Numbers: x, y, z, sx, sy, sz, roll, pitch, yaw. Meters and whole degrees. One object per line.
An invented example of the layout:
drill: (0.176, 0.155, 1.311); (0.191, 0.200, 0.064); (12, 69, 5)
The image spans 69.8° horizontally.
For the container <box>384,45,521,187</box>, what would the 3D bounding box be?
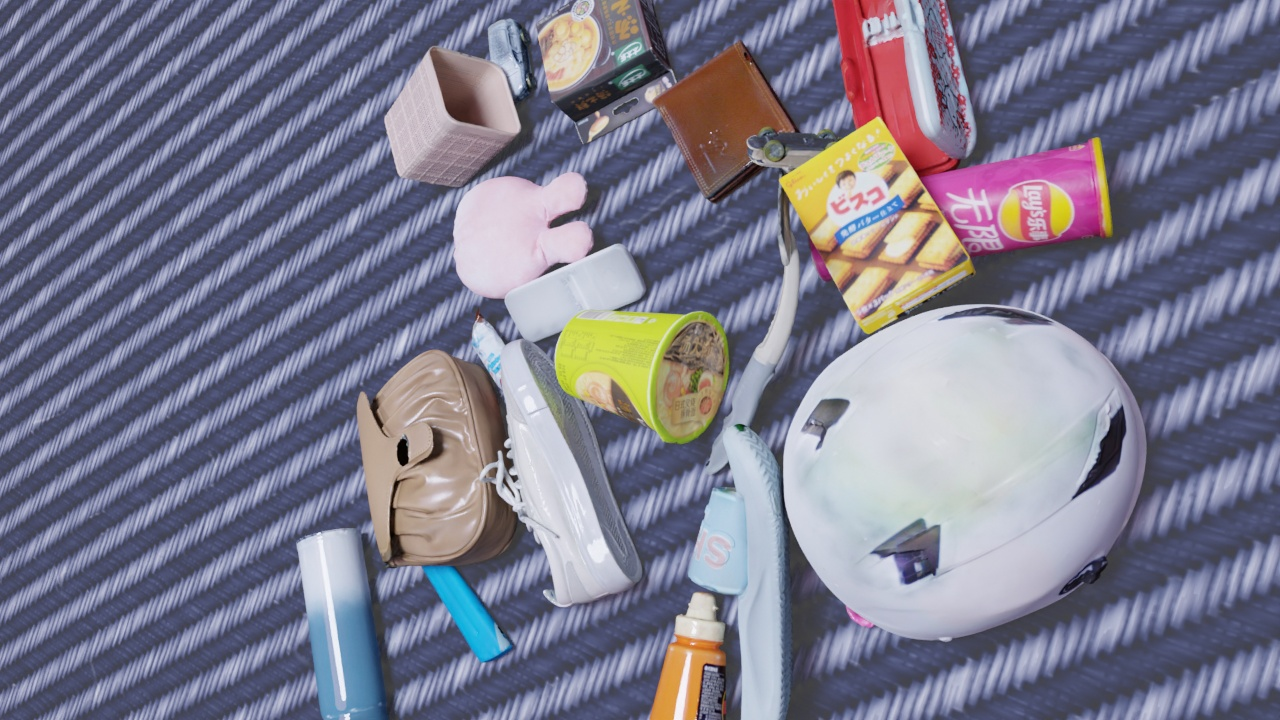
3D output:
container: (-0.194, -0.238, 0.926); (0.111, 0.090, 0.090); (-34, 67, 40)

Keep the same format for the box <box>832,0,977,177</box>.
box: (0.201, -0.247, 0.724); (0.095, 0.101, 0.201); (-13, 74, 24)

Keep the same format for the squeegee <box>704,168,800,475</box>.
squeegee: (0.096, -0.010, 0.733); (0.039, 0.246, 0.247); (14, 113, 3)

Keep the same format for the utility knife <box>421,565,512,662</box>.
utility knife: (-0.177, 0.224, 0.882); (0.034, 0.018, 0.159); (-48, 61, 8)

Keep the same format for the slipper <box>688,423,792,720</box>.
slipper: (0.077, 0.172, 0.708); (0.074, 0.104, 0.245); (-3, 87, 15)

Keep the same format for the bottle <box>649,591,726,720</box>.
bottle: (0.041, 0.262, 0.738); (0.067, 0.066, 0.149); (2, 74, 28)

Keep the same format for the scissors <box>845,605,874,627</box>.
scissors: (0.208, 0.143, 0.697); (0.084, 0.017, 0.137); (18, 86, 30)

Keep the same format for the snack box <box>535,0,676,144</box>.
snack box: (-0.034, -0.295, 0.889); (0.113, 0.053, 0.125); (-23, 66, 22)

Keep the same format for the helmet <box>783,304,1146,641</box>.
helmet: (0.211, 0.062, 0.626); (0.259, 0.146, 0.229); (-36, 63, 12)

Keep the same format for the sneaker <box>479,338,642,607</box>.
sneaker: (-0.085, 0.102, 0.817); (0.091, 0.089, 0.242); (-27, 76, 16)

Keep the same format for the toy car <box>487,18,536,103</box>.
toy car: (-0.136, -0.311, 0.953); (0.043, 0.034, 0.090); (-14, 76, 22)

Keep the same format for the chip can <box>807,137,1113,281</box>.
chip can: (0.237, -0.110, 0.695); (0.211, 0.071, 0.071); (-8, 77, 26)

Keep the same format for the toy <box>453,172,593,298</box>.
toy: (-0.115, -0.124, 0.893); (0.160, 0.054, 0.121); (-7, 85, 27)

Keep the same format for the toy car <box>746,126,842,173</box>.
toy car: (0.132, -0.171, 0.762); (0.090, 0.042, 0.035); (3, 120, -4)

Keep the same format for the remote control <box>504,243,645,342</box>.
remote control: (-0.062, -0.062, 0.862); (0.136, 0.020, 0.056); (-21, 104, 23)

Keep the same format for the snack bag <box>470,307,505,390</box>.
snack bag: (-0.140, -0.003, 0.894); (0.104, 0.026, 0.048); (53, 146, 24)

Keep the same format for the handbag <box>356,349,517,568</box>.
handbag: (-0.201, 0.096, 0.871); (0.148, 0.099, 0.204); (-26, 66, 19)

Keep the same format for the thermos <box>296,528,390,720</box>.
thermos: (-0.293, 0.279, 0.905); (0.070, 0.070, 0.220); (-22, 71, 23)

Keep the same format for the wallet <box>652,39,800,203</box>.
wallet: (0.075, -0.216, 0.825); (0.101, 0.032, 0.124); (-34, 66, 21)

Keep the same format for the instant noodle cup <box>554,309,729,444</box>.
instant noodle cup: (-0.005, 0.005, 0.789); (0.124, 0.111, 0.111); (13, 86, 37)

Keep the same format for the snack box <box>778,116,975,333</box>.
snack box: (0.169, -0.099, 0.668); (0.087, 0.033, 0.140); (-30, 59, 17)
